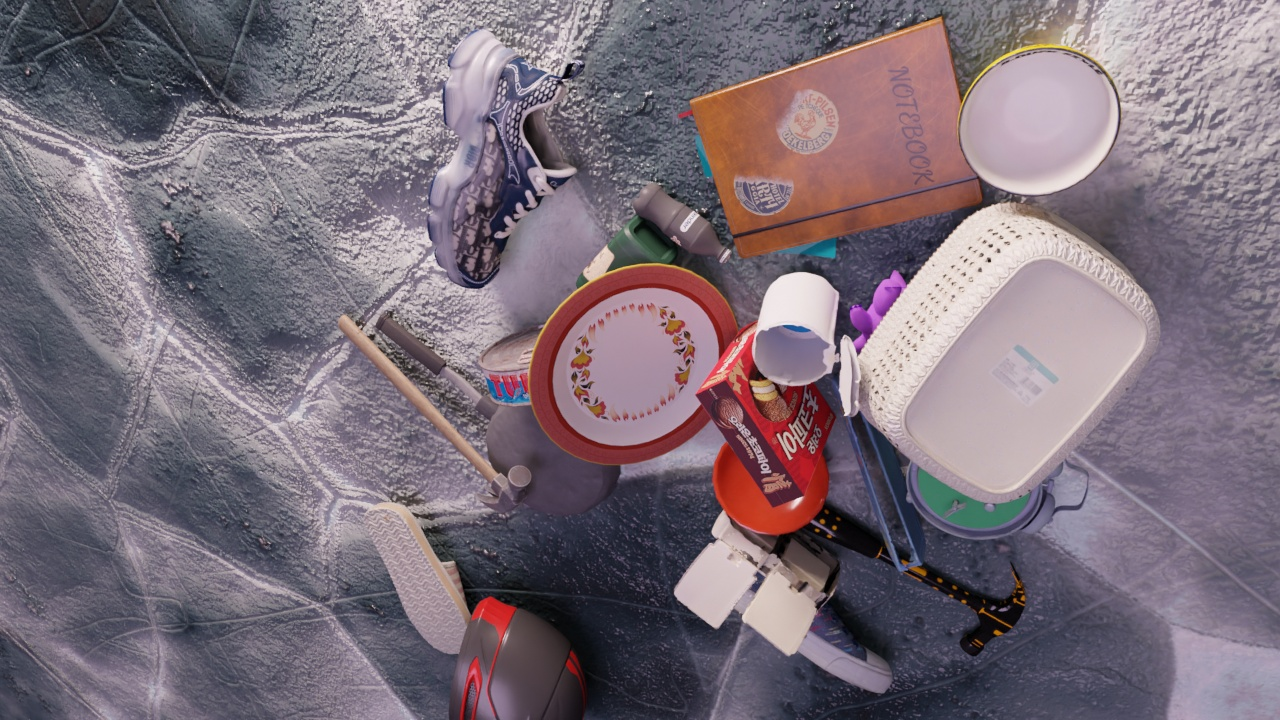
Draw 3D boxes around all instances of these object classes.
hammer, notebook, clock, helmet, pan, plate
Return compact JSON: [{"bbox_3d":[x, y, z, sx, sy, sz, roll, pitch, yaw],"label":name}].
[{"bbox_3d":[-0.264,0.064,1.134,0.331,0.030,0.120,42,145,9],"label":"hammer"},{"bbox_3d":[0.171,-0.185,0.847,0.250,0.014,0.178,-10,111,28],"label":"notebook"},{"bbox_3d":[0.344,0.113,0.887,0.162,0.075,0.122,9,118,21],"label":"clock"},{"bbox_3d":[0.261,0.206,1.002,0.320,0.036,0.123,28,122,6],"label":"hammer"},{"bbox_3d":[-0.158,0.453,1.240,0.170,0.164,0.265,13,111,4],"label":"helmet"},{"bbox_3d":[-0.183,0.062,1.120,0.357,0.041,0.179,38,125,2],"label":"pan"},{"bbox_3d":[-0.006,0.005,0.949,0.229,0.021,0.230,-9,119,-17],"label":"plate"}]

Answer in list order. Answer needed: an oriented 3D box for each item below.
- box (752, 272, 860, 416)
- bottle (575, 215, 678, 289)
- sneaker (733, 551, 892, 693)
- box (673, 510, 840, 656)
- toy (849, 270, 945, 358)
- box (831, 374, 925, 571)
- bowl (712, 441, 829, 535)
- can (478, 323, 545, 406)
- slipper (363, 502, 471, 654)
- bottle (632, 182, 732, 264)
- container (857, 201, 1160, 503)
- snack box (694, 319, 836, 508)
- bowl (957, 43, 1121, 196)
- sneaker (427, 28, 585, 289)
[{"bbox_3d":[0.160,-0.016,0.855,0.112,0.162,0.085,11,127,12],"label":"box"},{"bbox_3d":[-0.026,-0.085,0.960,0.061,0.061,0.132,44,125,-4],"label":"bottle"},{"bbox_3d":[0.195,0.293,1.062,0.235,0.087,0.079,32,91,3],"label":"sneaker"},{"bbox_3d":[0.125,0.233,0.987,0.145,0.185,0.096,38,132,10],"label":"box"},{"bbox_3d":[0.240,-0.038,0.868,0.106,0.055,0.088,6,118,-18],"label":"toy"},{"bbox_3d":[0.233,0.114,0.929,0.049,0.066,0.210,-18,99,25],"label":"box"},{"bbox_3d":[0.139,0.129,0.983,0.122,0.121,0.035,23,163,12],"label":"bowl"},{"bbox_3d":[-0.108,0.001,1.001,0.130,0.129,0.044,-4,113,26],"label":"can"},{"bbox_3d":[-0.306,0.304,1.297,0.115,0.052,0.263,-7,116,29],"label":"slipper"},{"bbox_3d":[0.044,-0.134,0.918,0.110,0.036,0.036,37,124,3],"label":"bottle"},{"bbox_3d":[0.302,-0.001,0.767,0.184,0.142,0.246,34,107,0],"label":"container"},{"bbox_3d":[0.128,0.046,0.904,0.036,0.151,0.132,-28,102,33],"label":"snack box"},{"bbox_3d":[0.321,-0.197,0.741,0.117,0.067,0.117,11,120,19],"label":"bowl"},{"bbox_3d":[-0.132,-0.188,0.940,0.132,0.103,0.270,17,118,8],"label":"sneaker"}]
